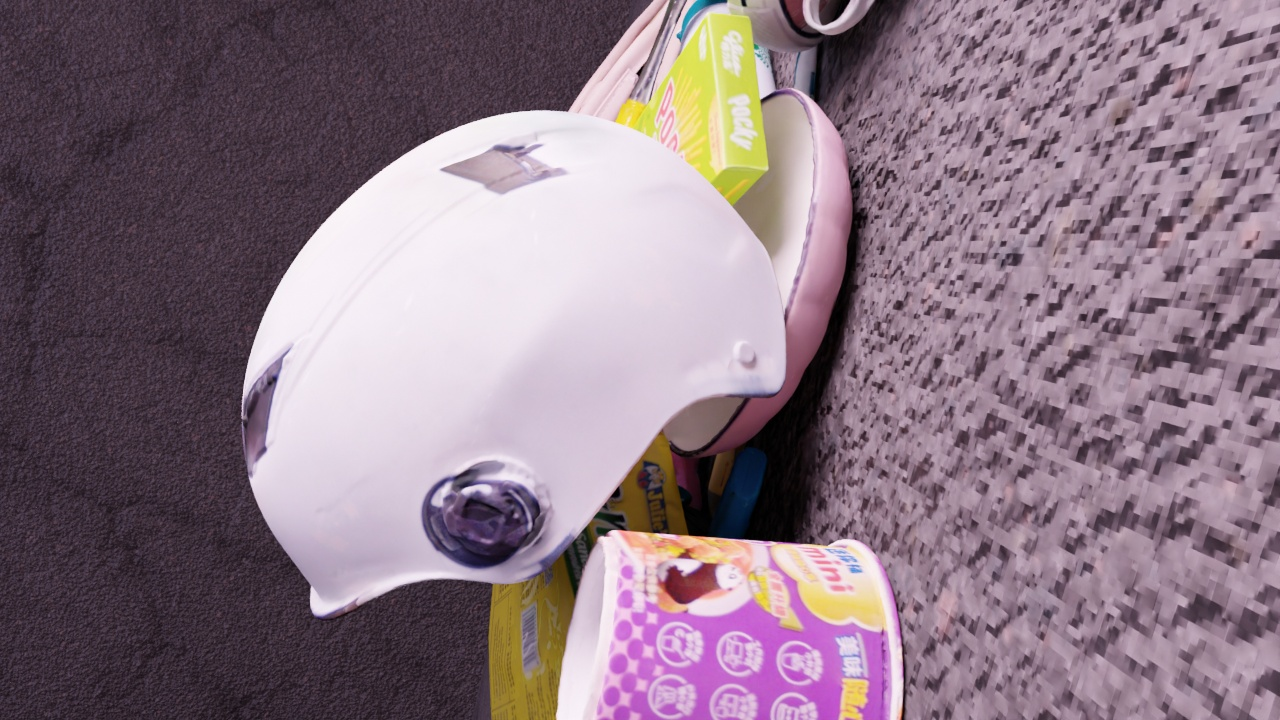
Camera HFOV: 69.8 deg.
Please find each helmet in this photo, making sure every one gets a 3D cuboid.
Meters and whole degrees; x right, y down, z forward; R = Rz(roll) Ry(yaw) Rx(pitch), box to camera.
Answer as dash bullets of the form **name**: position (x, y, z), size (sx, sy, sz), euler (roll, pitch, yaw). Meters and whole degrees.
- **helmet**: position (-0.077, -0.018, 0.408), size (0.146, 0.259, 0.229), euler (58, -176, -19)

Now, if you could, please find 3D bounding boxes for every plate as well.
- **plate**: position (0.059, -0.040, 0.474), size (0.192, 0.039, 0.192), euler (-166, 91, -75)

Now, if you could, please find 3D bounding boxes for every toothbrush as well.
- **toothbrush**: position (0.103, -0.221, 0.562), size (0.016, 0.018, 0.191), euler (122, 159, -66)

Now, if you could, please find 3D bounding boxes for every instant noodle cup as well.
- **instant noodle cup**: position (0.025, 0.110, 0.329), size (0.111, 0.099, 0.111), euler (-167, 91, -81)

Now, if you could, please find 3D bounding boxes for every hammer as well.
- **hammer**: position (-0.012, -0.164, 0.656), size (0.126, 0.032, 0.323), euler (-120, 52, -72)

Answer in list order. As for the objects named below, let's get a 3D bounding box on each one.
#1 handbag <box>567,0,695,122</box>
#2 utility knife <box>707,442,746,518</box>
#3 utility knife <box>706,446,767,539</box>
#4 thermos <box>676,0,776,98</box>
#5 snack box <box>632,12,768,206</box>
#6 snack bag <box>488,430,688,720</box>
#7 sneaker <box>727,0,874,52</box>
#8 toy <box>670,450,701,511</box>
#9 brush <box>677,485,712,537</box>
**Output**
- **handbag**: position (-0.014, -0.235, 0.825), size (0.234, 0.093, 0.193), euler (-64, 15, 5)
- **utility knife**: position (0.059, 0.015, 0.521), size (0.031, 0.018, 0.151), euler (-159, 79, -77)
- **utility knife**: position (0.037, 0.122, 0.505), size (0.034, 0.018, 0.166), euler (-66, -7, -60)
- **thermos**: position (0.062, -0.192, 0.632), size (0.223, 0.073, 0.073), euler (-87, 13, -48)
- **snack box**: position (0.022, -0.110, 0.508), size (0.157, 0.026, 0.085), euler (143, 124, -67)
- **snack bag**: position (-0.028, 0.155, 0.470), size (0.158, 0.068, 0.246), euler (-49, 43, 50)
- **sneaker**: position (0.091, -0.214, 0.415), size (0.241, 0.088, 0.118), euler (53, -121, -73)
- **toy**: position (-0.004, 0.004, 0.634), size (0.178, 0.074, 0.194), euler (-124, 14, -78)
- **brush**: position (-0.004, 0.117, 0.570), size (0.055, 0.073, 0.144), euler (-37, -17, -34)
